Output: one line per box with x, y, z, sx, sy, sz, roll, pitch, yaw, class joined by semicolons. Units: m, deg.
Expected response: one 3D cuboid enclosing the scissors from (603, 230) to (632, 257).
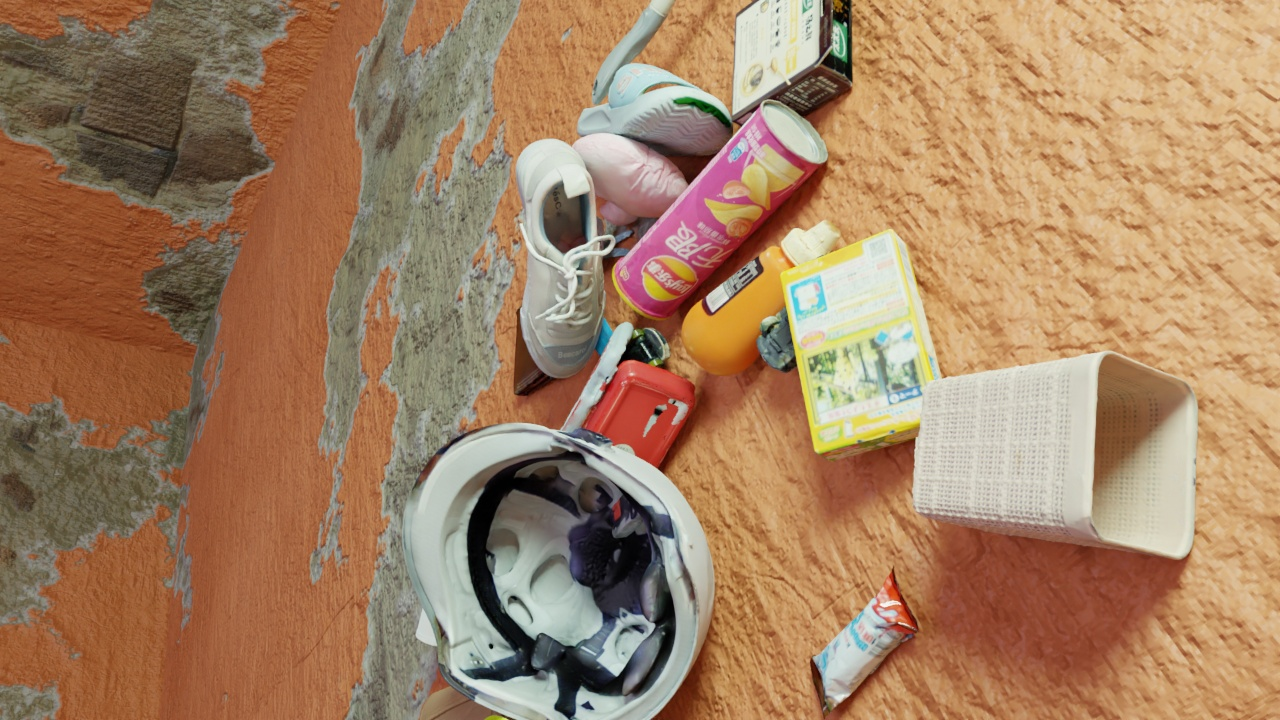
-0.051;-0.108;1.001;0.138;0.017;0.083;11;86;53;scissors

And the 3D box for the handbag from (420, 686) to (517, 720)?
-0.149;0.374;0.876;0.205;0.099;0.147;-39;39;42;handbag

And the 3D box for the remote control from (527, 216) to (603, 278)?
-0.084;-0.118;1.015;0.136;0.020;0.056;-14;73;51;remote control

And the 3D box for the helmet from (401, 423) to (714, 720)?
-0.051;0.164;0.738;0.259;0.145;0.229;26;98;26;helmet

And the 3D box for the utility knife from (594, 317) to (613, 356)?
-0.042;-0.027;0.949;0.159;0.018;0.034;57;136;47;utility knife

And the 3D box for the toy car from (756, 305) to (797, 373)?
0.128;-0.030;0.685;0.091;0.034;0.043;-47;49;15;toy car

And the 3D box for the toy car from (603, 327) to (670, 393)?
-0.005;0.005;0.859;0.091;0.035;0.042;-46;70;37;toy car

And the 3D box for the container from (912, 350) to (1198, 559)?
0.212;0.051;0.483;0.111;0.089;0.090;-9;69;57;container

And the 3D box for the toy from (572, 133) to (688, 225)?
-0.021;-0.172;0.890;0.160;0.121;0.054;-10;56;65;toy

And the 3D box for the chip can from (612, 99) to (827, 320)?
0.063;-0.123;0.787;0.211;0.071;0.071;-44;44;37;chip can

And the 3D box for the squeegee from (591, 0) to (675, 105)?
0.027;-0.351;0.912;0.247;0.039;0.246;-41;44;22;squeegee

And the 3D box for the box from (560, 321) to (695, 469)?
-0.035;0.068;0.841;0.202;0.095;0.101;-61;19;26;box

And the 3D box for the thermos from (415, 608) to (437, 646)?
-0.198;0.210;1.038;0.070;0.070;0.220;5;81;56;thermos

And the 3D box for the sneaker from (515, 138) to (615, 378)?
-0.064;-0.078;0.853;0.090;0.089;0.243;-131;32;-49;sneaker

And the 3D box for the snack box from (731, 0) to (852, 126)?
0.130;-0.266;0.764;0.126;0.053;0.113;-19;61;51;snack box

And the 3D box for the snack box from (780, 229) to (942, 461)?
0.149;-0.010;0.620;0.087;0.033;0.140;-21;60;29;snack box

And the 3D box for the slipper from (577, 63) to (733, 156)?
0.011;-0.241;0.885;0.245;0.104;0.074;23;101;64;slipper

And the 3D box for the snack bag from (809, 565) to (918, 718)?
0.141;0.182;0.588;0.104;0.026;0.048;-54;27;27;snack bag

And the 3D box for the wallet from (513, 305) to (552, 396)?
-0.114;-0.023;1.030;0.125;0.032;0.101;-34;54;57;wallet

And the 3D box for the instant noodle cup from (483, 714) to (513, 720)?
-0.059;0.334;0.725;0.112;0.123;0.111;-17;70;54;instant noodle cup

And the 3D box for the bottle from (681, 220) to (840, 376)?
0.098;-0.053;0.720;0.150;0.066;0.066;-45;42;26;bottle
